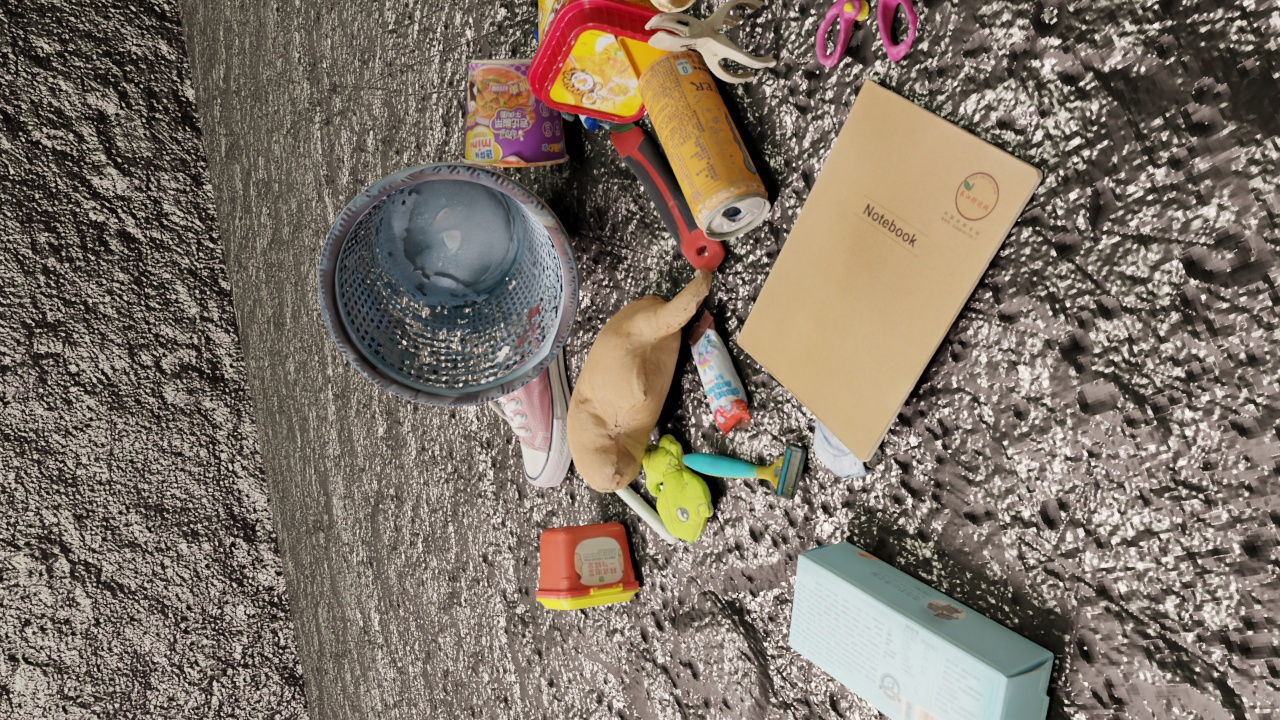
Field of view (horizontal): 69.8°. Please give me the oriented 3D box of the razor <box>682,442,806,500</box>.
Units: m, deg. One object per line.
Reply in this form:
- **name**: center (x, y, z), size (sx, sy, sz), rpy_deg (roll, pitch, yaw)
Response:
- **razor**: center (0.081, 0.086, 0.744), size (0.133, 0.028, 0.043), rpy_deg (-2, 71, 54)

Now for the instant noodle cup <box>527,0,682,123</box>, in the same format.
- **instant noodle cup**: center (-0.035, -0.287, 0.782), size (0.116, 0.116, 0.123), rpy_deg (-48, 46, 50)

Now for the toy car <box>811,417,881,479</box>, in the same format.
- **toy car**: center (0.142, 0.032, 0.638), size (0.049, 0.031, 0.105), rpy_deg (15, 110, 56)

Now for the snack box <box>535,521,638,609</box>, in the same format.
- **snack box**: center (-0.055, 0.205, 0.923), size (0.082, 0.091, 0.080), rpy_deg (-18, 74, 56)

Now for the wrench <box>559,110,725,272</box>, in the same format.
- **wrench**: center (-0.001, -0.175, 0.817), size (0.056, 0.016, 0.273), rpy_deg (-49, 55, 22)

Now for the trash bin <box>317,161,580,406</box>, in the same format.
- **trash bin**: center (-0.182, -0.098, 0.890), size (0.195, 0.226, 0.227), rpy_deg (-113, 29, -64)

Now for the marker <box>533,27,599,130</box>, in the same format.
- **marker**: center (-0.074, -0.282, 0.917), size (0.145, 0.016, 0.017), rpy_deg (63, 142, 28)

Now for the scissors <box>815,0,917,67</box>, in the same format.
- **scissors**: center (0.152, -0.250, 0.581), size (0.108, 0.017, 0.136), rpy_deg (44, 128, 45)

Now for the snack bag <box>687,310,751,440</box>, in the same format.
- **snack bag**: center (0.064, 0.013, 0.756), size (0.045, 0.026, 0.105), rpy_deg (-54, 50, 56)

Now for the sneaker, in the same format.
- **sneaker**: center (-0.130, 0.023, 0.999), size (0.118, 0.087, 0.241), rpy_deg (6, 100, 56)

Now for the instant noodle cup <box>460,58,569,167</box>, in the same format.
- **instant noodle cup**: center (-0.124, -0.247, 0.910), size (0.112, 0.111, 0.099), rpy_deg (28, 121, 52)

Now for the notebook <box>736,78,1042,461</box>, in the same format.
- **notebook**: center (0.148, -0.059, 0.599), size (0.148, 0.008, 0.208), rpy_deg (48, 124, 41)

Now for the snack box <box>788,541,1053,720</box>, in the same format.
- **snack box**: center (0.175, 0.189, 0.600), size (0.175, 0.051, 0.074), rpy_deg (24, 114, 52)

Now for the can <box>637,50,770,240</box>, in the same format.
- **can**: center (0.048, -0.169, 0.715), size (0.058, 0.058, 0.146), rpy_deg (-47, 58, 50)

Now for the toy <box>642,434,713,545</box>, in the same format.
- **toy**: center (0.032, 0.117, 0.822), size (0.097, 0.031, 0.100), rpy_deg (-39, 61, 57)

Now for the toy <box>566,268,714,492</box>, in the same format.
- **toy**: center (-0.005, 0.005, 0.801), size (0.143, 0.082, 0.226), rpy_deg (-112, 38, -55)

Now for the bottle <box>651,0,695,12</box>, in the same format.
- **bottle**: center (0.017, -0.305, 0.695), size (0.149, 0.066, 0.067), rpy_deg (-102, 27, -46)

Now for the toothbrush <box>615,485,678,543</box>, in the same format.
- **toothbrush**: center (-0.019, 0.123, 0.914), size (0.189, 0.020, 0.029), rpy_deg (40, 158, 45)

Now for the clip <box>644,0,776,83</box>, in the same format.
- **clip**: center (0.053, -0.246, 0.671), size (0.035, 0.102, 0.095), rpy_deg (-19, 55, 58)
